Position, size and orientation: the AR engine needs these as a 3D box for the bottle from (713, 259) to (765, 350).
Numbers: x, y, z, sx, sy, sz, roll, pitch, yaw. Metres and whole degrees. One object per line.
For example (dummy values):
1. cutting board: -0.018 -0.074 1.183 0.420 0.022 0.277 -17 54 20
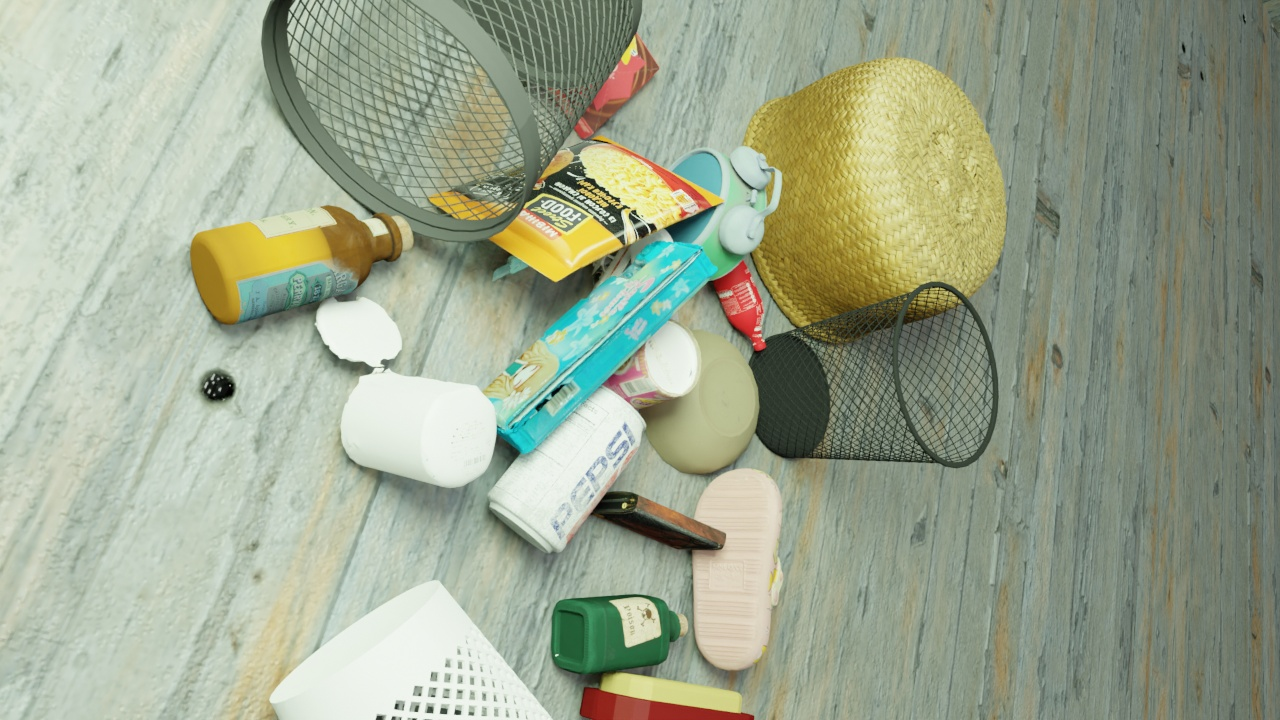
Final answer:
1. bottle: 0.104 -0.077 0.997 0.041 0.042 0.141 -33 104 -39

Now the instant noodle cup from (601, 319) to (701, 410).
1. instant noodle cup: -0.005 0.005 0.845 0.097 0.109 0.097 8 78 -40

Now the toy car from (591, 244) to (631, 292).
1. toy car: -0.029 -0.096 0.892 0.039 0.039 0.112 35 60 -7

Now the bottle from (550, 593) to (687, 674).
1. bottle: -0.011 0.244 0.829 0.131 0.061 0.061 8 80 -40

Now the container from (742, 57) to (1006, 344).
1. container: 0.280 -0.184 1.068 0.306 0.197 0.306 7 79 -38

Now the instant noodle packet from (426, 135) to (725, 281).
1. instant noodle packet: -0.053 -0.144 0.819 0.220 0.160 0.032 -31 143 -39

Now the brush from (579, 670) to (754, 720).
1. brush: 0.027 0.314 0.837 0.173 0.082 0.041 23 68 -36

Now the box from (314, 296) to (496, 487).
1. box: -0.181 0.019 0.698 0.083 0.140 0.142 -22 112 -55

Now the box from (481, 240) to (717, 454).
1. box: -0.040 -0.019 0.781 0.226 0.094 0.041 -44 116 -12

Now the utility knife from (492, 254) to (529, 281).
1. utility knife: -0.093 -0.103 0.852 0.125 0.015 0.022 -34 136 -38

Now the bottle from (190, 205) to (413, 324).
1. bottle: -0.243 -0.079 0.683 0.156 0.068 0.068 -23 98 -41

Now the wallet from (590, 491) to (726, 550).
1. wallet: 0.016 0.152 0.862 0.123 0.072 0.019 29 65 -35

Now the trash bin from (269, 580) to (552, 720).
1. trash bin: -0.144 0.277 0.643 0.194 0.196 0.199 -35 96 -39

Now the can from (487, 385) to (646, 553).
1. can: -0.061 0.091 0.784 0.078 0.078 0.136 46 71 -25

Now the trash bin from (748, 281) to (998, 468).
1. trash bin: 0.237 0.027 0.980 0.183 0.211 0.184 8 77 -39

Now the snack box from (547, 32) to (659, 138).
1. snack box: -0.044 -0.295 0.921 0.089 0.021 0.132 52 54 -21

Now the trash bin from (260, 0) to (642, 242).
1. trash bin: -0.130 -0.249 0.719 0.218 0.218 0.226 48 51 -24

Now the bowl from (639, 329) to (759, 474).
1. bowl: 0.072 0.040 0.943 0.152 0.051 0.152 8 77 -39

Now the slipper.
1. slipper: 0.103 0.210 0.927 0.081 0.093 0.197 29 65 -56

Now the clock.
1. clock: 0.078 -0.148 0.907 0.075 0.162 0.121 21 70 -35

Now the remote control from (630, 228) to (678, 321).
1. remote control: 0.014 -0.063 0.880 0.013 0.043 0.137 -36 129 -51
